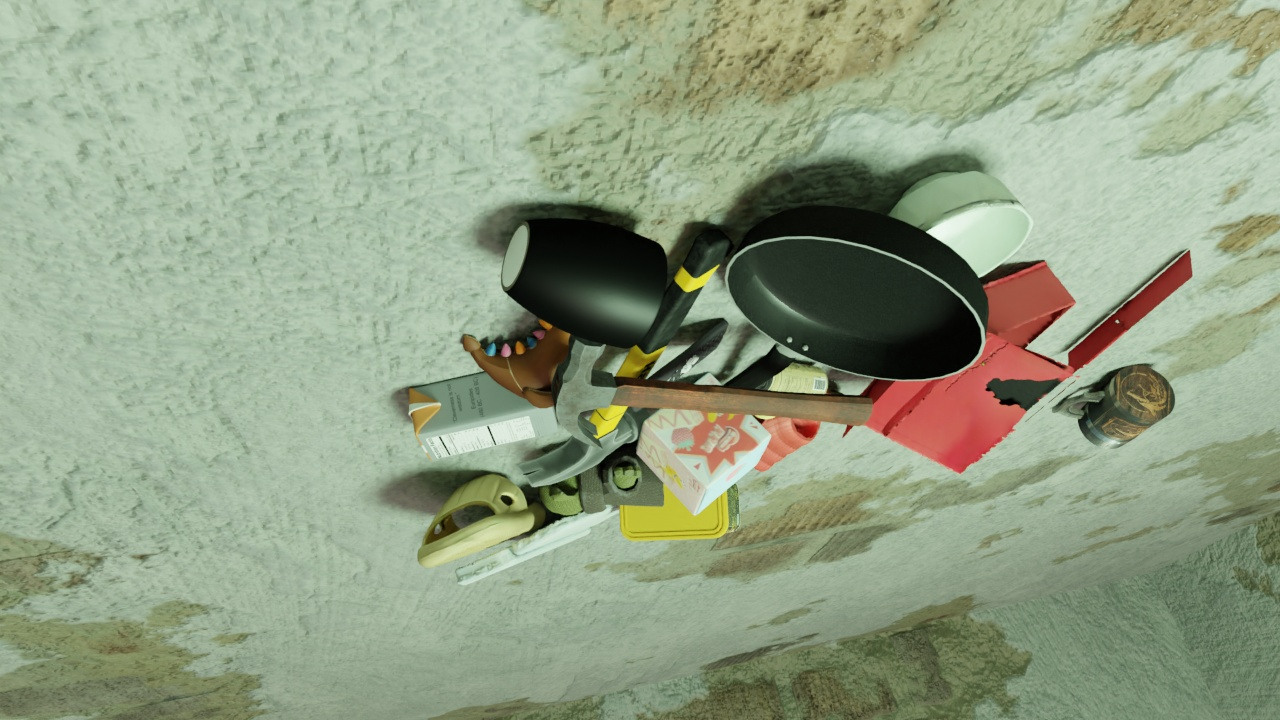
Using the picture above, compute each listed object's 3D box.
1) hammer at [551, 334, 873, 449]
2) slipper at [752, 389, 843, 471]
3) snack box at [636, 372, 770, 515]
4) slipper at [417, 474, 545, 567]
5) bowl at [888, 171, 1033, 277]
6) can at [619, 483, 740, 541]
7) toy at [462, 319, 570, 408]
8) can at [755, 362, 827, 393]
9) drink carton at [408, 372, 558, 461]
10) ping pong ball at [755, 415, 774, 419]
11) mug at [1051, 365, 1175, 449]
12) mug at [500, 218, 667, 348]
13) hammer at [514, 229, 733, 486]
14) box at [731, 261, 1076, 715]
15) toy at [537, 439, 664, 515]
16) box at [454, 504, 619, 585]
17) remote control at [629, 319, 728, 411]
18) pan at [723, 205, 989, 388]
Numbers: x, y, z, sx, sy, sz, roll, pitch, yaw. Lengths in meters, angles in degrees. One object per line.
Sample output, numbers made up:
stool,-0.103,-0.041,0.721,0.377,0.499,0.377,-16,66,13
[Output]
hammer,0.069,0.034,0.787,0.300,0.028,0.111,5,130,-23
slipper,0.124,0.098,1.063,0.249,0.059,0.103,-23,152,19
snack box,0.063,0.085,0.935,0.092,0.095,0.080,-35,160,-23
slipper,-0.182,0.176,1.042,0.111,0.079,0.261,-26,171,7
bowl,0.242,-0.109,0.729,0.117,0.061,0.118,-11,153,-6
can,0.052,0.181,1.126,0.131,0.072,0.101,-6,170,17
toy,-0.093,-0.013,0.777,0.103,0.070,0.090,29,120,-24
can,0.155,0.021,0.954,0.079,0.038,0.038,8,145,-37
drink carton,-0.143,0.047,0.843,0.125,0.048,0.076,-12,153,-5
ping pong ball,0.134,0.043,0.983,0.040,0.040,0.040,-12,153,-6
mug,0.637,0.062,1.245,0.116,0.079,0.107,14,153,5
mug,-0.052,-0.060,0.672,0.100,0.085,0.119,16,172,-25
hammer,-0.005,0.005,0.810,0.169,0.034,0.326,-26,158,-41
box,0.232,0.089,0.854,0.466,0.138,0.215,-39,166,-32
toy,-0.037,0.128,1.014,0.152,0.078,0.179,-6,174,-6
box,-0.108,0.221,1.147,0.190,0.037,0.208,-27,170,24
remote control,0.035,0.006,0.831,0.124,0.009,0.047,-37,162,-30
pan,0.148,-0.029,0.792,0.204,0.044,0.356,26,159,-8
